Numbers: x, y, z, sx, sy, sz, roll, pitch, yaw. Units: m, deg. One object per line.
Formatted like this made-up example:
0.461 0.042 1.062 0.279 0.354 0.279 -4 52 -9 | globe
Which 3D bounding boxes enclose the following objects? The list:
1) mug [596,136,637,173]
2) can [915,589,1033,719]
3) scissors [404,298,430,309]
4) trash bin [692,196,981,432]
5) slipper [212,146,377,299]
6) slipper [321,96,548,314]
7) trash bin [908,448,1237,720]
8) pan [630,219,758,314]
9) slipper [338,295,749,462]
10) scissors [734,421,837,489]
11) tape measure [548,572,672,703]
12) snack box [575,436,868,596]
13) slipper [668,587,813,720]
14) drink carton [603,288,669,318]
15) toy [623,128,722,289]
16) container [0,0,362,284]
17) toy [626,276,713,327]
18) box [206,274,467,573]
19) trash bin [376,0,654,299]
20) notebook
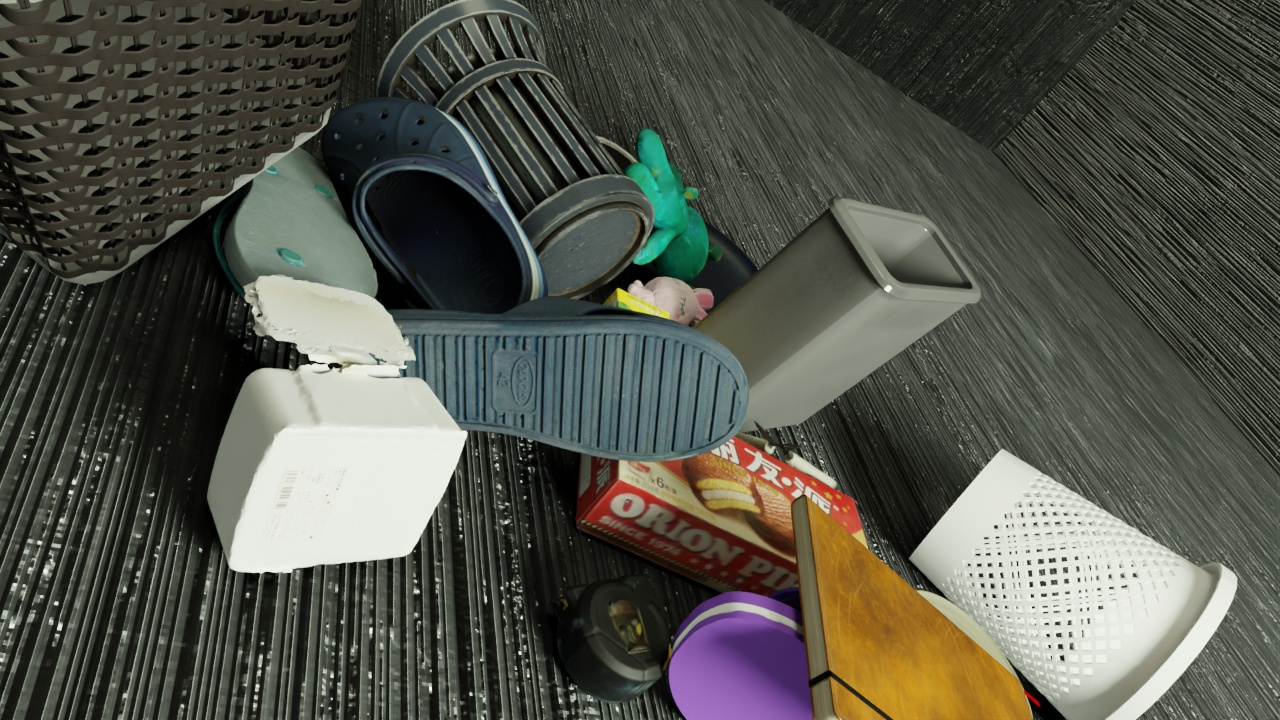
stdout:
-0.049 -0.174 0.923 0.073 0.090 0.105 27 32 -21 | mug
0.208 0.241 0.665 0.127 0.073 0.127 28 32 -19 | can
-0.107 0.002 0.695 0.156 0.019 0.124 16 36 -31 | scissors
0.158 -0.031 0.819 0.191 0.220 0.097 -2 58 -49 | trash bin
-0.244 -0.085 0.641 0.098 0.055 0.268 21 23 -33 | slipper
-0.158 -0.116 0.676 0.252 0.105 0.095 50 10 22 | slipper
0.361 0.193 0.809 0.199 0.196 0.195 40 29 21 | trash bin
0.036 -0.064 0.940 0.199 0.021 0.355 39 33 -1 | pan
-0.059 -0.001 0.608 0.263 0.101 0.082 6 29 -5 | slipper
0.111 0.075 0.754 0.158 0.012 0.162 33 -9 -34 | scissors
-0.015 0.166 0.553 0.071 0.042 0.072 8 44 -47 | tape measure
0.067 0.114 0.693 0.236 0.060 0.113 28 30 -19 | snack box
0.128 0.216 0.580 0.266 0.107 0.083 39 31 -14 | slipper
-0.005 0.004 0.769 0.058 0.043 0.134 25 39 -24 | drink carton
0.034 -0.134 0.890 0.193 0.072 0.130 58 41 -51 | toy
-0.304 -0.226 0.486 0.247 0.244 0.244 39 55 -1 | container
0.035 -0.051 0.865 0.109 0.047 0.063 11 45 -43 | toy
-0.175 0.021 0.497 0.108 0.129 0.137 3 32 -45 | box
-0.103 -0.173 0.799 0.164 0.165 0.227 -7 57 -51 | trash bin
0.181 0.210 0.542 0.249 0.014 0.178 41 27 -20 | notebook
